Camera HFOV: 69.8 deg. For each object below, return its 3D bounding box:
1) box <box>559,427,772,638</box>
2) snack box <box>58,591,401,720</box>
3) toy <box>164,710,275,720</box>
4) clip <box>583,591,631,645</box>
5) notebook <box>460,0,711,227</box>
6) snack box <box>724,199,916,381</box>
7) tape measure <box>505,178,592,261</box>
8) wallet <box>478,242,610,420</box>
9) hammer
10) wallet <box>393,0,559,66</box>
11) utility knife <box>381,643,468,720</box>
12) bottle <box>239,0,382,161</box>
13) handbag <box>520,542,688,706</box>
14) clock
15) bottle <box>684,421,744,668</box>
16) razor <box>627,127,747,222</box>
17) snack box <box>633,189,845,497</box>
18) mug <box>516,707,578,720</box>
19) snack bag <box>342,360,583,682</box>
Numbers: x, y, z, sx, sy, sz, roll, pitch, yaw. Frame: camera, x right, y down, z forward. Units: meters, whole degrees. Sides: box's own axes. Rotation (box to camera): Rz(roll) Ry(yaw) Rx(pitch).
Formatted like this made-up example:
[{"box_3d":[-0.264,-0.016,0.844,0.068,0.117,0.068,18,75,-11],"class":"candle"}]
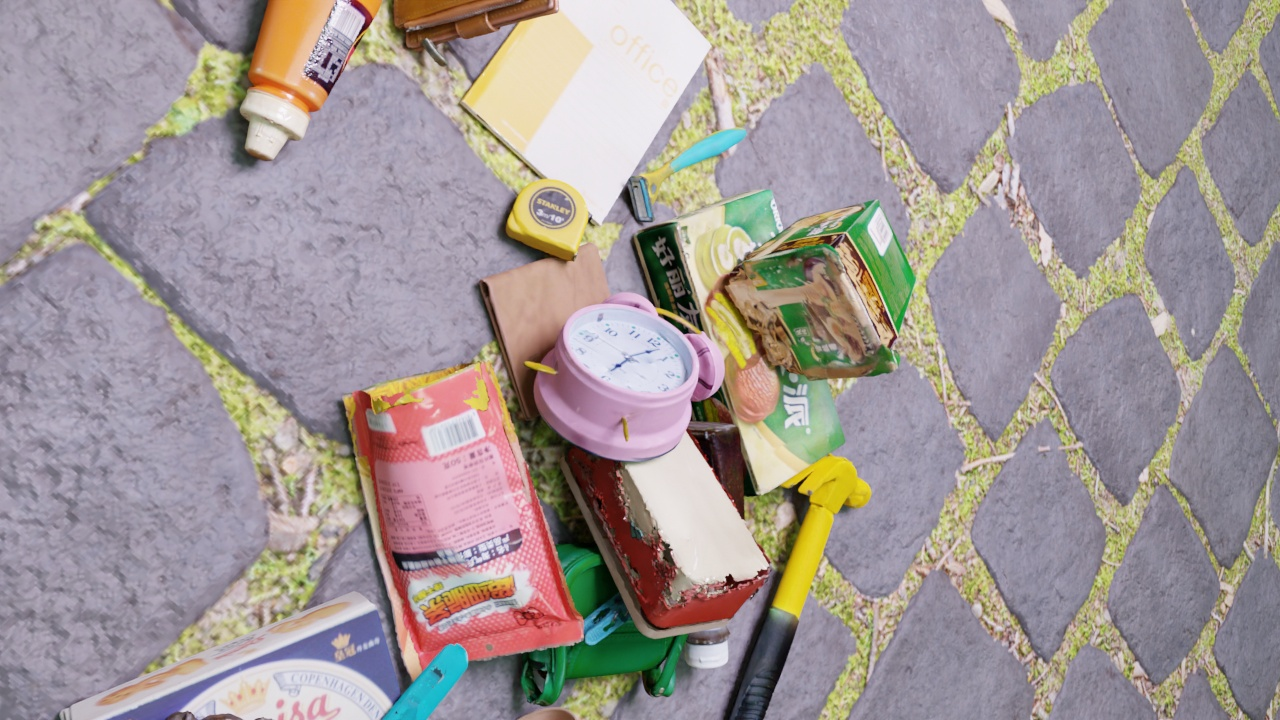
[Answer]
[{"box_3d":[0.017,0.105,0.664,0.091,0.168,0.081,3,131,-37],"class":"box"},{"box_3d":[-0.234,0.265,0.572,0.177,0.046,0.182,-18,99,-33],"class":"snack box"},{"box_3d":[-0.241,0.274,0.499,0.105,0.066,0.157,8,76,-16],"class":"toy"},{"box_3d":[-0.020,0.181,0.652,0.057,0.047,0.014,-34,114,-18],"class":"clip"},{"box_3d":[-0.036,-0.232,0.741,0.146,0.010,0.206,40,68,-26],"class":"notebook"},{"box_3d":[0.153,-0.063,0.724,0.105,0.118,0.118,-49,117,-33],"class":"snack box"},{"box_3d":[-0.069,-0.108,0.699,0.060,0.029,0.057,21,68,-7],"class":"tape measure"},{"box_3d":[-0.063,-0.023,0.712,0.101,0.020,0.115,-24,104,-30],"class":"wallet"},{"box_3d":[0.125,0.222,0.804,0.128,0.033,0.300,36,72,-49],"class":"hammer"},{"box_3d":[-0.115,-0.270,0.622,0.035,0.131,0.119,-10,97,-59],"class":"wallet"},{"box_3d":[-0.164,0.244,0.585,0.151,0.013,0.029,-49,118,-27],"class":"utility knife"},{"box_3d":[-0.219,-0.199,0.592,0.066,0.067,0.149,23,83,-31],"class":"bottle"},{"box_3d":[-0.025,0.199,0.698,0.131,0.068,0.120,6,85,-33],"class":"handbag"},{"box_3d":[-0.004,0.004,0.674,0.117,0.060,0.158,33,37,16],"class":"clock"},{"box_3d":[0.050,0.148,0.743,0.044,0.080,0.195,-4,93,-39],"class":"bottle"},{"box_3d":[0.041,-0.167,0.778,0.132,0.028,0.043,-38,131,-25],"class":"razor"},{"box_3d":[0.087,-0.015,0.782,0.114,0.063,0.240,-24,101,-34],"class":"snack box"},{"box_3d":[-0.072,0.330,0.650,0.124,0.084,0.103,-39,111,-38],"class":"mug"},{"box_3d":[-0.125,0.109,0.626,0.129,0.073,0.208,-15,98,5],"class":"snack bag"}]
